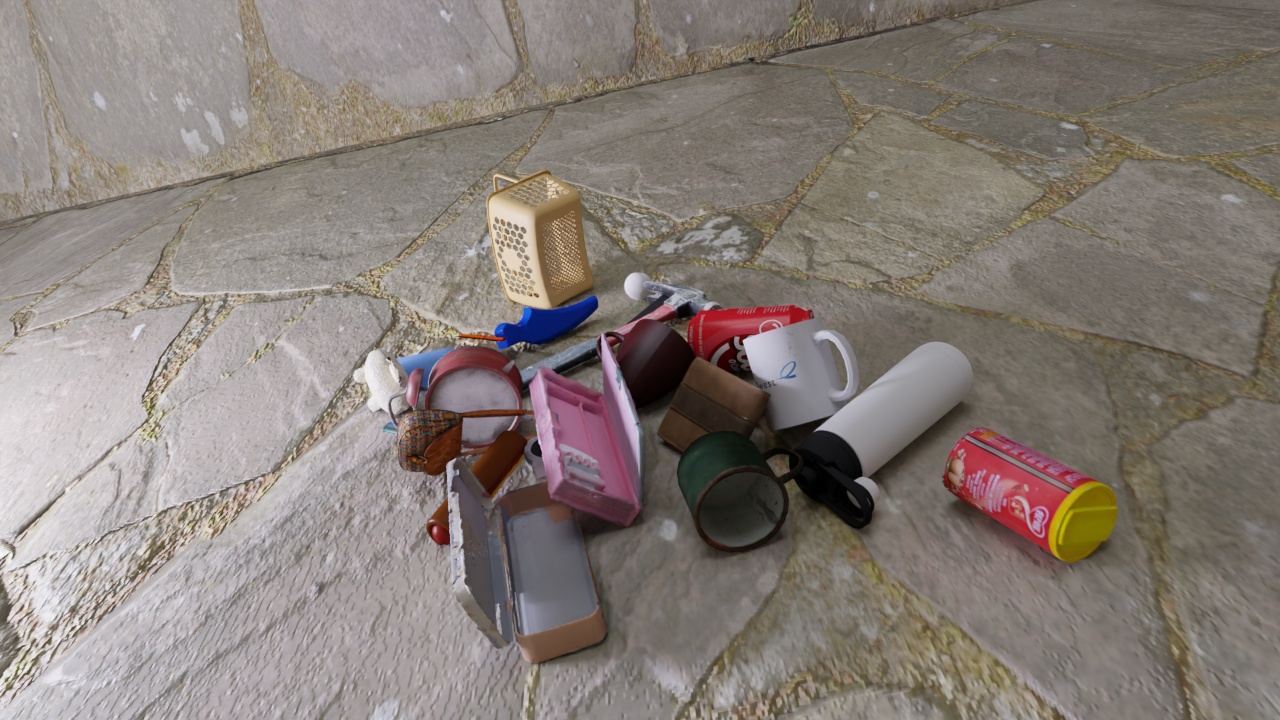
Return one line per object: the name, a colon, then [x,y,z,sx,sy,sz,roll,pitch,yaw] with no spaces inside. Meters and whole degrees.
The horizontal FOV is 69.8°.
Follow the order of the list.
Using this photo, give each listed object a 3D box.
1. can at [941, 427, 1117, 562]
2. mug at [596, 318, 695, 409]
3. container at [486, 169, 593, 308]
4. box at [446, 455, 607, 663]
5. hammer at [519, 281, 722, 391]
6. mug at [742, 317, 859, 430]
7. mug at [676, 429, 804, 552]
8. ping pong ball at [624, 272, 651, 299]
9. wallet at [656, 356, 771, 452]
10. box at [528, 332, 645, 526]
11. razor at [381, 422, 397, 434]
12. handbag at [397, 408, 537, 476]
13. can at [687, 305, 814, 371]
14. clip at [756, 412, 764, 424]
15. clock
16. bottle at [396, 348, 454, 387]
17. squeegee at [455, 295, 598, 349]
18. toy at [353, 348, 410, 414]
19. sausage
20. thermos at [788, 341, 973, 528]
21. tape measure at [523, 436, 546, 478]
can: [0.316,0.107,0.753,0.066,0.067,0.124,-23,29,-19]
mug: [-0.006,0.006,1.069,0.114,0.087,0.088,30,62,17]
container: [-0.168,-0.185,1.407,0.129,0.184,0.167,-31,40,-32]
box: [-0.106,0.158,0.811,0.114,0.096,0.217,-12,27,-8]
hammer: [-0.058,-0.024,1.211,0.325,0.036,0.140,-26,31,-24]
mug: [0.169,0.010,0.923,0.082,0.096,0.120,-14,-4,-38]
mug: [0.092,0.108,0.825,0.111,0.085,0.081,-30,26,2]
ping pong ball: [-0.003,-0.109,1.341,0.040,0.040,0.040,-10,27,5]
wallet: [0.073,0.057,0.944,0.121,0.027,0.098,28,93,53]
box: [-0.043,0.053,0.942,0.099,0.107,0.232,24,19,-20]
razor: [-0.259,0.060,1.154,0.044,0.018,0.140,6,29,33]
handbag: [-0.169,0.086,1.017,0.195,0.094,0.043,-6,56,-18]
can: [0.131,-0.025,1.082,0.143,0.074,0.074,-2,29,20]
clip: [0.131,0.051,0.997,0.044,0.023,0.060,-11,32,0]
clock: [-0.211,0.044,1.060,0.157,0.110,0.061,-12,28,0]
bottle: [-0.264,0.009,1.220,0.131,0.048,0.048,-11,27,3]
squeegee: [-0.142,-0.050,1.274,0.184,0.055,0.250,-23,11,-20]
toy: [-0.321,0.026,1.169,0.113,0.087,0.050,-28,-3,38]
sausage: [-0.165,0.130,0.944,0.040,0.040,0.155,3,36,28]
thermos: [0.243,0.066,0.874,0.229,0.069,0.101,-32,45,-31]
tape measure: [-0.095,0.101,1.003,0.064,0.017,0.065,-16,27,-7]
